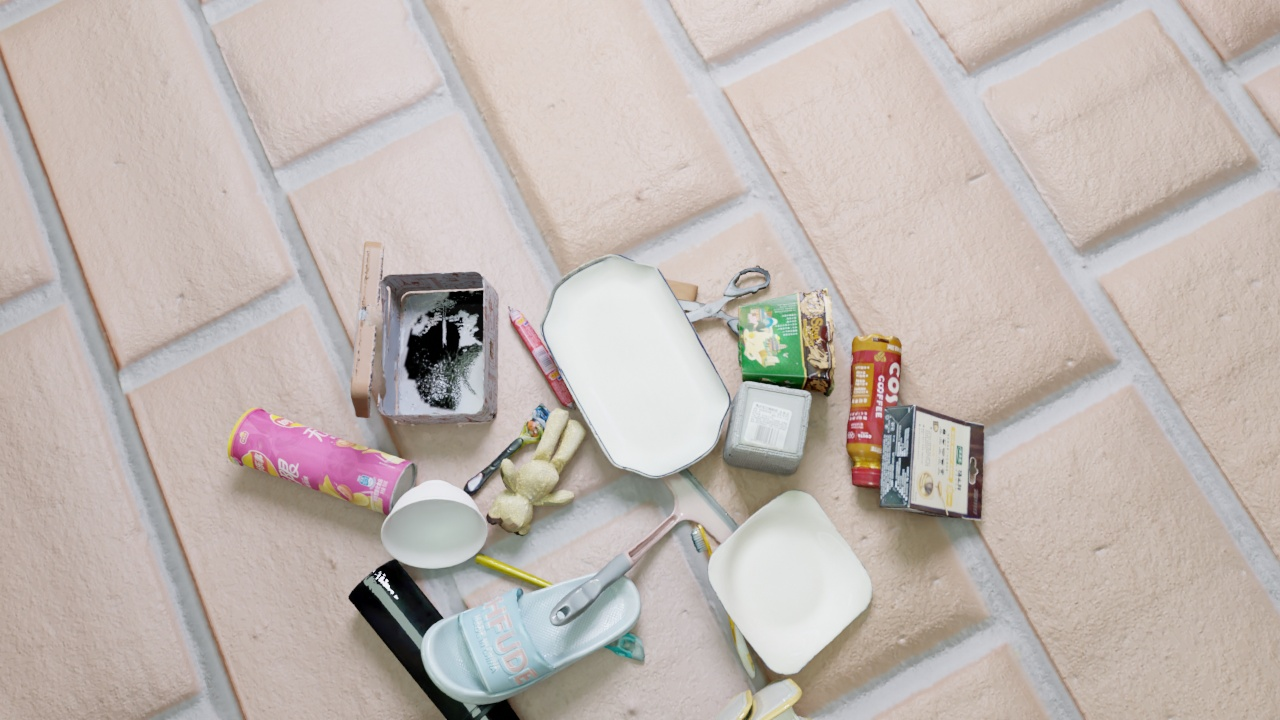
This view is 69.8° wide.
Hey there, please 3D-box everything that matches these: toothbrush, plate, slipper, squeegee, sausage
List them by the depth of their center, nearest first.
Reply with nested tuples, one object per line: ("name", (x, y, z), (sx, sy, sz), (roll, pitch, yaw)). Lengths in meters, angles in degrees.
("slipper", (-0.114, 0.293, 0.997), (0.245, 0.074, 0.104), (-17, 65, -15))
("toothbrush", (0.092, 0.270, 1.019), (0.018, 0.016, 0.191), (-21, 99, -11))
("plate", (0.163, 0.244, 1.025), (0.164, 0.034, 0.163), (-35, 90, -20))
("squeegee", (-0.012, 0.219, 1.029), (0.248, 0.040, 0.247), (-35, 77, -34))
("toothbrush", (-0.106, 0.267, 1.066), (0.190, 0.015, 0.016), (21, 86, 8))
("plate", (-0.006, 0.006, 1.072), (0.162, 0.034, 0.265), (-30, 83, -2))
("sausage", (-0.121, -0.005, 1.123), (0.020, 0.020, 0.156), (-32, 78, -3))

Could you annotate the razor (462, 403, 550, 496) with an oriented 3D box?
("razor", (-0.159, 0.112, 1.100), (0.142, 0.022, 0.042), (-42, 77, -5))

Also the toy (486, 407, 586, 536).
("toy", (-0.121, 0.129, 1.073), (0.066, 0.105, 0.157), (24, 81, 52))

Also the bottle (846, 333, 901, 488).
("bottle", (0.270, 0.059, 1.062), (0.057, 0.057, 0.174), (5, 78, 5))

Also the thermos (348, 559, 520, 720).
("thermos", (-0.236, 0.345, 1.031), (0.090, 0.068, 0.242), (-41, 78, -5))

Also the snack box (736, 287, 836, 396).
("snack box", (0.165, -0.020, 1.057), (0.106, 0.117, 0.118), (-2, 80, 7))

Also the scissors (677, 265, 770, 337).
("scissors", (0.089, -0.062, 1.110), (0.175, 0.014, 0.159), (37, 77, 1))

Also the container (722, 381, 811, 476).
("container", (0.144, 0.076, 1.038), (0.090, 0.114, 0.090), (9, 78, 5))

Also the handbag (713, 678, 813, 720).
("handbag", (0.092, 0.391, 0.950), (0.179, 0.163, 0.063), (-24, 76, -1))

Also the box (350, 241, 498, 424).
("box", (-0.257, -0.029, 1.049), (0.156, 0.193, 0.183), (-2, 78, 2))

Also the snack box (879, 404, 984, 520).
("snack box", (0.327, 0.117, 1.030), (0.125, 0.053, 0.113), (16, 75, -37))

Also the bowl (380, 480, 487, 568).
("bowl", (-0.238, 0.178, 1.062), (0.118, 0.118, 0.064), (-16, 40, 0))

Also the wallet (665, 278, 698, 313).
("wallet", (0.004, -0.056, 1.126), (0.115, 0.020, 0.101), (12, 77, 9))

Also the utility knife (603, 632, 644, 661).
("utility knife", (-0.067, 0.309, 1.055), (0.157, 0.013, 0.029), (17, 80, 7))

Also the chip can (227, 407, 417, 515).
("chip can", (-0.375, 0.120, 1.087), (0.210, 0.071, 0.071), (17, 80, 7))
